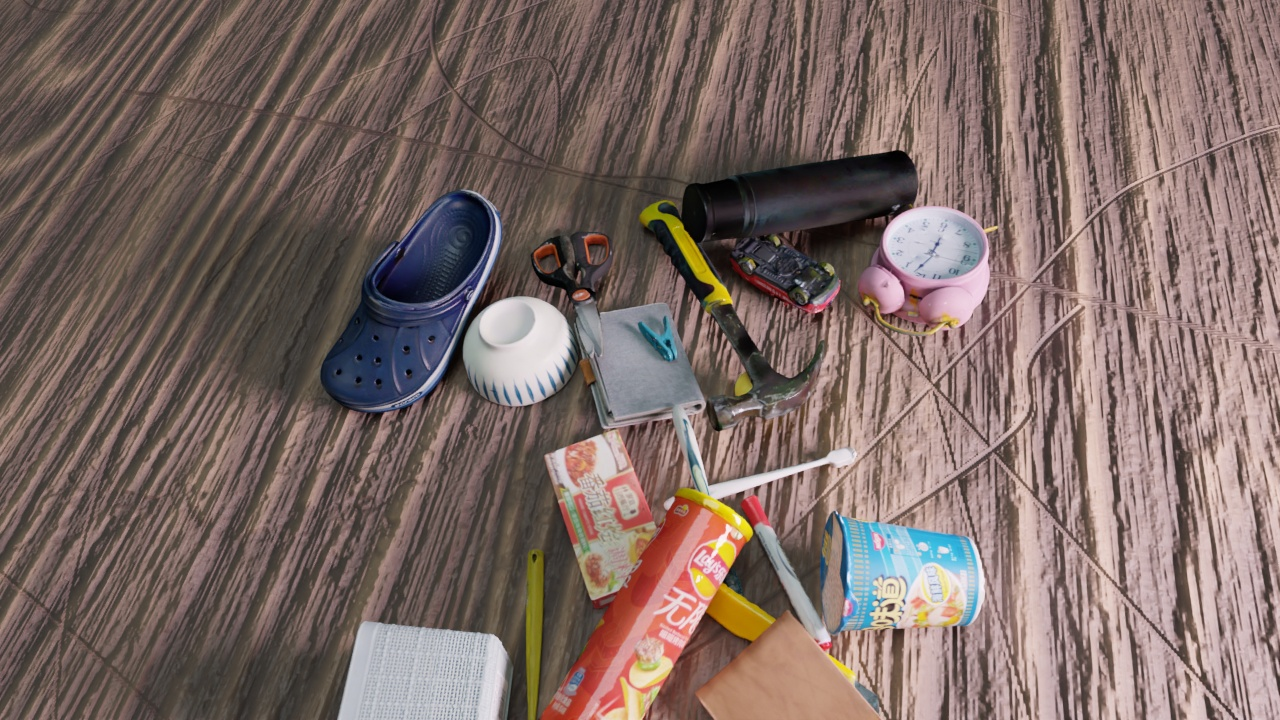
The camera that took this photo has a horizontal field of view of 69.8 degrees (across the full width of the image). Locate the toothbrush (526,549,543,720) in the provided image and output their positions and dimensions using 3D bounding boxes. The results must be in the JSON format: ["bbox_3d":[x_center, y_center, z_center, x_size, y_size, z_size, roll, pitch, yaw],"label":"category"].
[{"bbox_3d":[-0.090,0.247,0.763,0.016,0.017,0.189,-5,55,3],"label":"toothbrush"}]

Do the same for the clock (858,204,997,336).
[{"bbox_3d":[0.283,-0.085,0.913,0.117,0.060,0.158,20,63,21],"label":"clock"}]

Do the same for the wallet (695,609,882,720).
[{"bbox_3d":[0.114,0.268,0.703,0.101,0.020,0.115,-42,64,1],"label":"wallet"}]

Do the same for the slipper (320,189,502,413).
[{"bbox_3d":[-0.222,-0.057,0.902,0.105,0.095,0.252,33,87,11],"label":"slipper"}]

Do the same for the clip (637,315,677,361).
[{"bbox_3d":[0.022,-0.021,0.896,0.034,0.013,0.055,-13,52,-16],"label":"clip"}]

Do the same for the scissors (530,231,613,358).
[{"bbox_3d":[-0.047,-0.075,0.936,0.139,0.022,0.235,-26,40,-19],"label":"scissors"}]

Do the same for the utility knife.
[{"bbox_3d":[0.118,0.231,0.742,0.176,0.033,0.015,31,22,22],"label":"utility knife"}]

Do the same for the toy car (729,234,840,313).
[{"bbox_3d":[0.148,-0.088,0.941,0.120,0.045,0.052,34,67,33],"label":"toy car"}]

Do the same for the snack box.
[{"bbox_3d":[-0.030,0.139,0.823,0.075,0.025,0.152,-19,55,-5],"label":"snack box"}]

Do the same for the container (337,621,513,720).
[{"bbox_3d":[-0.163,0.261,0.721,0.111,0.090,0.090,1,56,5],"label":"container"}]

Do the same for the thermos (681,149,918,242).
[{"bbox_3d":[0.161,-0.169,0.955,0.242,0.090,0.068,-11,92,-17],"label":"thermos"}]

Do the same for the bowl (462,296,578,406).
[{"bbox_3d":[-0.125,-0.019,0.919,0.116,0.066,0.116,-4,55,5],"label":"bowl"}]

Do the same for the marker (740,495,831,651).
[{"bbox_3d":[0.123,0.179,0.781,0.017,0.017,0.145,-21,56,-7],"label":"marker"}]

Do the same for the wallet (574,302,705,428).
[{"bbox_3d":[-0.005,0.005,0.905,0.106,0.037,0.129,-10,55,-13],"label":"wallet"}]

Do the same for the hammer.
[{"bbox_3d":[0.075,-0.063,0.913,0.126,0.032,0.323,-15,45,-11],"label":"hammer"}]

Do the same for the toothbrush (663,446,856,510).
[{"bbox_3d":[0.108,0.109,0.833,0.180,0.016,0.016,-16,56,0],"label":"toothbrush"}]

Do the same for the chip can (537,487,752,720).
[{"bbox_3d":[0.006,0.208,0.726,0.073,0.073,0.216,27,73,23],"label":"chip can"}]

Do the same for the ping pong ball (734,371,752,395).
[{"bbox_3d":[0.110,0.028,0.871,0.040,0.040,0.040,-4,56,5],"label":"ping pong ball"}]

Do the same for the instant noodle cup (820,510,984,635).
[{"bbox_3d":[0.207,0.173,0.733,0.110,0.099,0.099,4,56,0],"label":"instant noodle cup"}]

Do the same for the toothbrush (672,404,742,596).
[{"bbox_3d":[0.058,0.122,0.814,0.016,0.018,0.191,-17,64,1],"label":"toothbrush"}]
